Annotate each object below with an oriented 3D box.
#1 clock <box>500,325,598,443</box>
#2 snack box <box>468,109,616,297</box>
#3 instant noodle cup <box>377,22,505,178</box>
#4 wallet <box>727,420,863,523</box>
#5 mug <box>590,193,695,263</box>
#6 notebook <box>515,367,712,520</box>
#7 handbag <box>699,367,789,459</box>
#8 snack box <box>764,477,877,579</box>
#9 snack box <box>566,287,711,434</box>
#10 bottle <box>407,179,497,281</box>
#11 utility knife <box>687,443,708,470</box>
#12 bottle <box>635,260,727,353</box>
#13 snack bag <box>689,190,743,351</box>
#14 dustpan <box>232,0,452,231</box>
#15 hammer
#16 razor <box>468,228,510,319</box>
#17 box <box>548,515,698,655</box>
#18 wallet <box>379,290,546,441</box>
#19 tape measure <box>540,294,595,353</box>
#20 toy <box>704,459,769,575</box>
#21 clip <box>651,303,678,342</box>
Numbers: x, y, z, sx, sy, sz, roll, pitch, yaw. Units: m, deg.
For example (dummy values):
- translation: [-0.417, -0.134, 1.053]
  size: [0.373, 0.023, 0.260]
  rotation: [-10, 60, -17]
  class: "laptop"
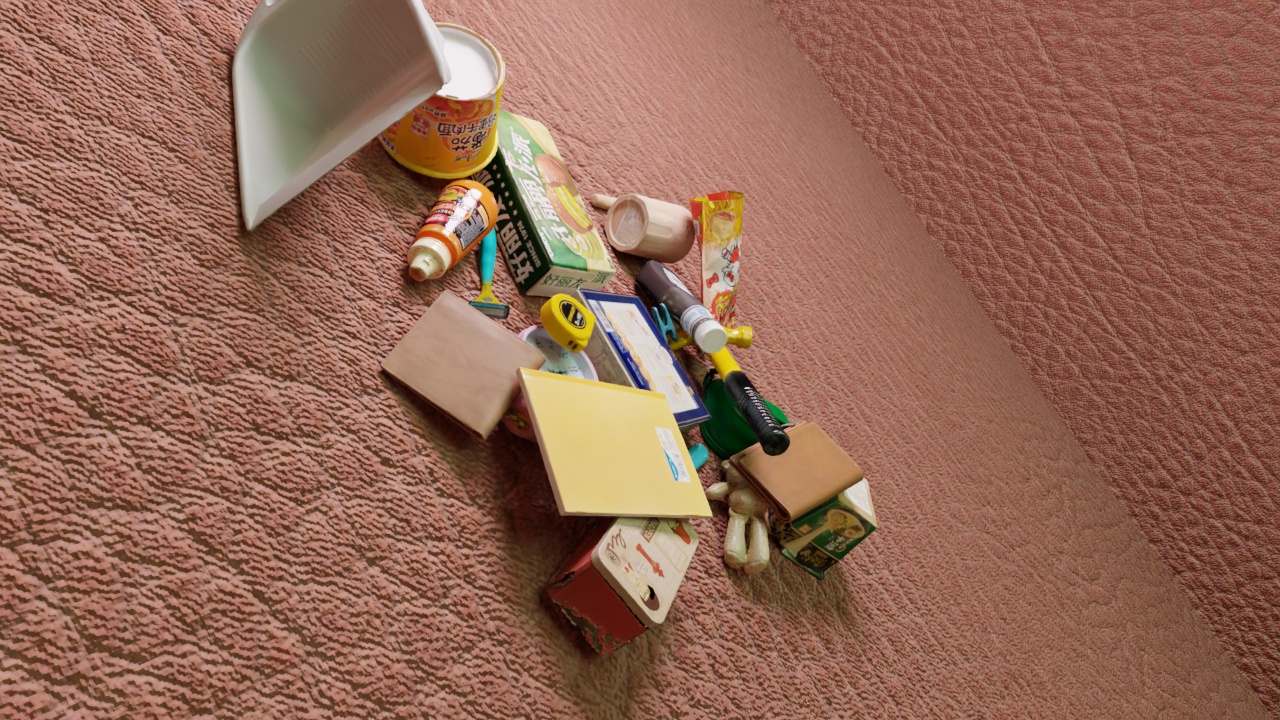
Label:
- translation: [-0.106, 0.022, 0.902]
  size: [0.158, 0.060, 0.117]
  rotation: [-10, 66, -56]
  class: "clock"
- translation: [-0.128, -0.186, 1.093]
  size: [0.114, 0.063, 0.240]
  rotation: [2, 57, -52]
  class: "snack box"
- translation: [-0.210, -0.282, 0.984]
  size: [0.138, 0.110, 0.137]
  rotation: [10, 59, -17]
  class: "instant noodle cup"
- translation: [0.180, 0.121, 1.080]
  size: [0.130, 0.035, 0.119]
  rotation: [-21, 51, -34]
  class: "wallet"
- translation: [0.001, -0.193, 1.280]
  size: [0.124, 0.084, 0.103]
  rotation: [41, 22, 33]
  class: "mug"
- translation: [-0.020, 0.081, 0.861]
  size: [0.206, 0.010, 0.145]
  rotation: [12, 49, -48]
  class: "notebook"
- translation: [0.135, 0.078, 1.187]
  size: [0.131, 0.068, 0.120]
  rotation: [33, 26, -28]
  class: "handbag"
- translation: [0.231, 0.187, 1.154]
  size: [0.117, 0.106, 0.118]
  rotation: [36, 35, -28]
  class: "snack box"
- translation: [-0.006, 0.006, 1.044]
  size: [0.178, 0.046, 0.182]
  rotation: [59, 18, 11]
  class: "snack box"
- translation: [-0.198, -0.128, 0.940]
  size: [0.067, 0.067, 0.149]
  rotation: [43, 38, -17]
  class: "bottle"
- translation: [0.048, 0.126, 1.059]
  size: [0.029, 0.013, 0.151]
  rotation: [58, 27, 3]
  class: "utility knife"
- translation: [0.056, -0.066, 1.171]
  size: [0.080, 0.044, 0.195]
  rotation: [33, 11, -32]
  class: "bottle"
- translation: [0.106, -0.127, 1.278]
  size: [0.128, 0.073, 0.208]
  rotation: [-38, 130, -61]
  class: "snack bag"
- translation: [-0.287, -0.275, 0.819]
  size: [0.142, 0.223, 0.257]
  rotation: [51, 16, -27]
  class: "dustpan"
- translation: [0.114, 0.024, 1.108]
  size: [0.128, 0.033, 0.300]
  rotation: [1, 26, -14]
  class: "hammer"
- translation: [-0.163, -0.096, 0.982]
  size: [0.043, 0.028, 0.132]
  rotation: [4, 51, -14]
  class: "razor"
- translation: [-0.015, 0.191, 0.845]
  size: [0.091, 0.081, 0.168]
  rotation: [50, 23, -3]
  class: "box"
- translation: [-0.158, 0.002, 0.828]
  size: [0.115, 0.020, 0.101]
  rotation: [35, 60, 0]
  class: "wallet"
- translation: [-0.075, -0.037, 0.923]
  size: [0.057, 0.029, 0.059]
  rotation: [41, 30, -19]
  class: "tape measure"
- translation: [0.125, 0.177, 1.072]
  size: [0.105, 0.066, 0.156]
  rotation: [5, 43, 3]
  class: "toy"
- translation: [0.030, -0.044, 1.135]
  size: [0.047, 0.014, 0.057]
  rotation: [-30, 115, -20]
  class: "clip"
